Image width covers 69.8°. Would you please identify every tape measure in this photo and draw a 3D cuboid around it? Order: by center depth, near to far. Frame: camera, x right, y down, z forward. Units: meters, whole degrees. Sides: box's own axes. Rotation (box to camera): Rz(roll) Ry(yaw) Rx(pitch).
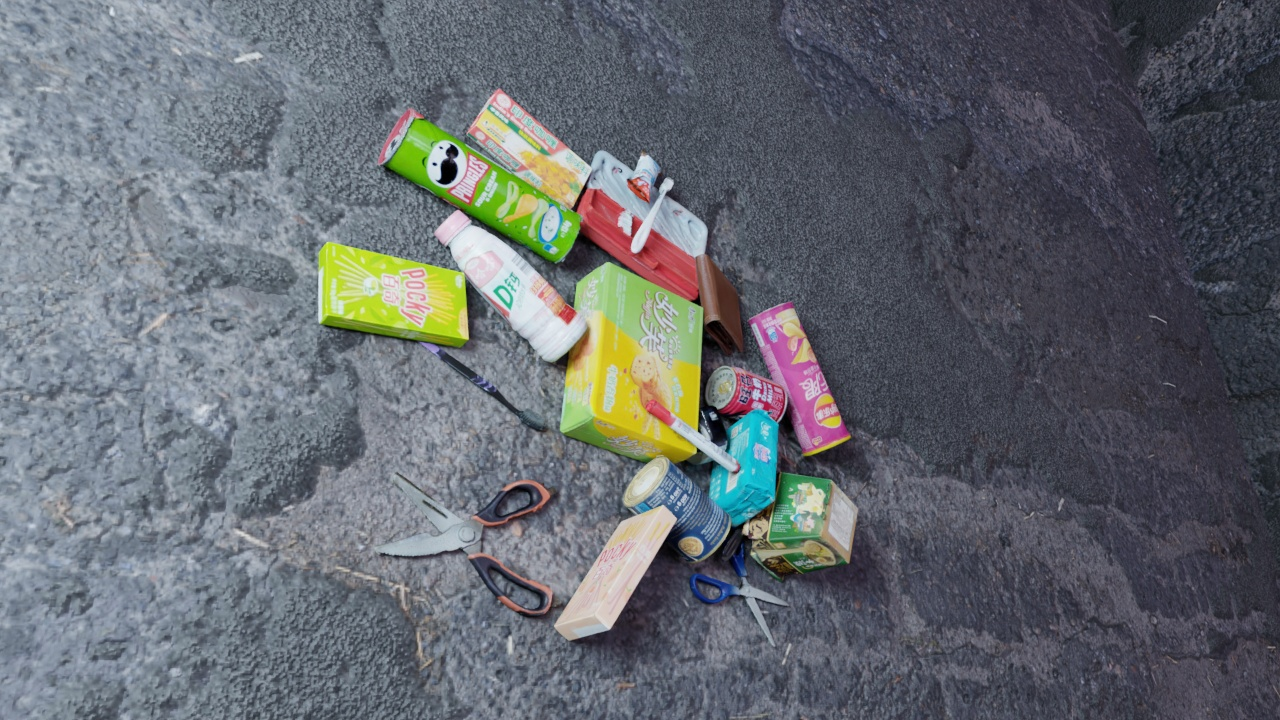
[{"bbox_3d":[0.075,0.095,1.145,0.033,0.066,0.066,-11,77,-44],"label":"tape measure"}]

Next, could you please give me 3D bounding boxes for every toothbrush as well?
[{"bbox_3d":[-0.178,0.020,1.003,0.189,0.017,0.014,39,47,-19],"label":"toothbrush"},{"bbox_3d":[0.144,0.199,1.180,0.015,0.018,0.180,58,42,-13],"label":"toothbrush"},{"bbox_3d":[0.014,-0.191,1.207,0.016,0.016,0.179,37,42,-13],"label":"toothbrush"}]

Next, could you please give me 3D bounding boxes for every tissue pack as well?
[{"bbox_3d":[0.130,0.132,1.151,0.050,0.093,0.133,24,52,-18],"label":"tissue pack"}]

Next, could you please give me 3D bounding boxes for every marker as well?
[{"bbox_3d":[0.063,0.090,1.075,0.145,0.017,0.017,37,52,-25],"label":"marker"}]

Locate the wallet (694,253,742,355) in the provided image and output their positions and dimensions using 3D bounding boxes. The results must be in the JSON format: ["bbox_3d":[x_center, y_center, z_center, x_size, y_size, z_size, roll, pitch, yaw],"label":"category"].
[{"bbox_3d":[0.106,-0.074,1.234,0.124,0.032,0.101,42,40,-59],"label":"wallet"}]

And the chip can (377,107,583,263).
[{"bbox_3d":[-0.179,-0.197,1.058,0.236,0.072,0.072,28,55,-28],"label":"chip can"}]

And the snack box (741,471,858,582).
[{"bbox_3d":[0.209,0.208,1.161,0.117,0.106,0.118,44,52,-37],"label":"snack box"}]

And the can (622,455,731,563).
[{"bbox_3d":[0.042,0.174,1.076,0.111,0.076,0.075,44,49,-16],"label":"can"}]

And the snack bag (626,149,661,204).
[{"bbox_3d":[0.006,-0.247,1.234,0.048,0.026,0.103,48,35,-18],"label":"snack bag"}]

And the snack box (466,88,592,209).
[{"bbox_3d":[-0.137,-0.261,1.151,0.155,0.027,0.076,38,50,-22],"label":"snack box"}]

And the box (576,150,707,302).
[{"bbox_3d":[0.006,-0.179,1.231,0.201,0.039,0.157,33,41,-24],"label":"box"}]

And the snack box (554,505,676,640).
[{"bbox_3d":[-0.026,0.228,0.990,0.026,0.085,0.156,46,49,-11],"label":"snack box"}]

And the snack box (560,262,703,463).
[{"bbox_3d":[-0.007,0.006,1.112,0.157,0.070,0.209,23,59,-31],"label":"snack box"}]

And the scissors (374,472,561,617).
[{"bbox_3d":[-0.163,0.186,0.943,0.224,0.015,0.189,-16,82,-42],"label":"scissors"}]

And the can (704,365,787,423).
[{"bbox_3d":[0.139,0.048,1.218,0.093,0.067,0.066,20,59,-32],"label":"can"}]

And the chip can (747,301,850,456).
[{"bbox_3d":[0.223,0.025,1.295,0.071,0.072,0.210,-17,82,-43],"label":"chip can"}]

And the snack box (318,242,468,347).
[{"bbox_3d":[-0.257,-0.067,0.963,0.156,0.026,0.085,11,60,-36],"label":"snack box"}]

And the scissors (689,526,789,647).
[{"bbox_3d":[0.123,0.277,1.143,0.162,0.012,0.174,2,70,-41],"label":"scissors"}]

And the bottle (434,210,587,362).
[{"bbox_3d":[-0.150,-0.086,1.040,0.197,0.068,0.068,45,49,-11],"label":"bottle"}]
